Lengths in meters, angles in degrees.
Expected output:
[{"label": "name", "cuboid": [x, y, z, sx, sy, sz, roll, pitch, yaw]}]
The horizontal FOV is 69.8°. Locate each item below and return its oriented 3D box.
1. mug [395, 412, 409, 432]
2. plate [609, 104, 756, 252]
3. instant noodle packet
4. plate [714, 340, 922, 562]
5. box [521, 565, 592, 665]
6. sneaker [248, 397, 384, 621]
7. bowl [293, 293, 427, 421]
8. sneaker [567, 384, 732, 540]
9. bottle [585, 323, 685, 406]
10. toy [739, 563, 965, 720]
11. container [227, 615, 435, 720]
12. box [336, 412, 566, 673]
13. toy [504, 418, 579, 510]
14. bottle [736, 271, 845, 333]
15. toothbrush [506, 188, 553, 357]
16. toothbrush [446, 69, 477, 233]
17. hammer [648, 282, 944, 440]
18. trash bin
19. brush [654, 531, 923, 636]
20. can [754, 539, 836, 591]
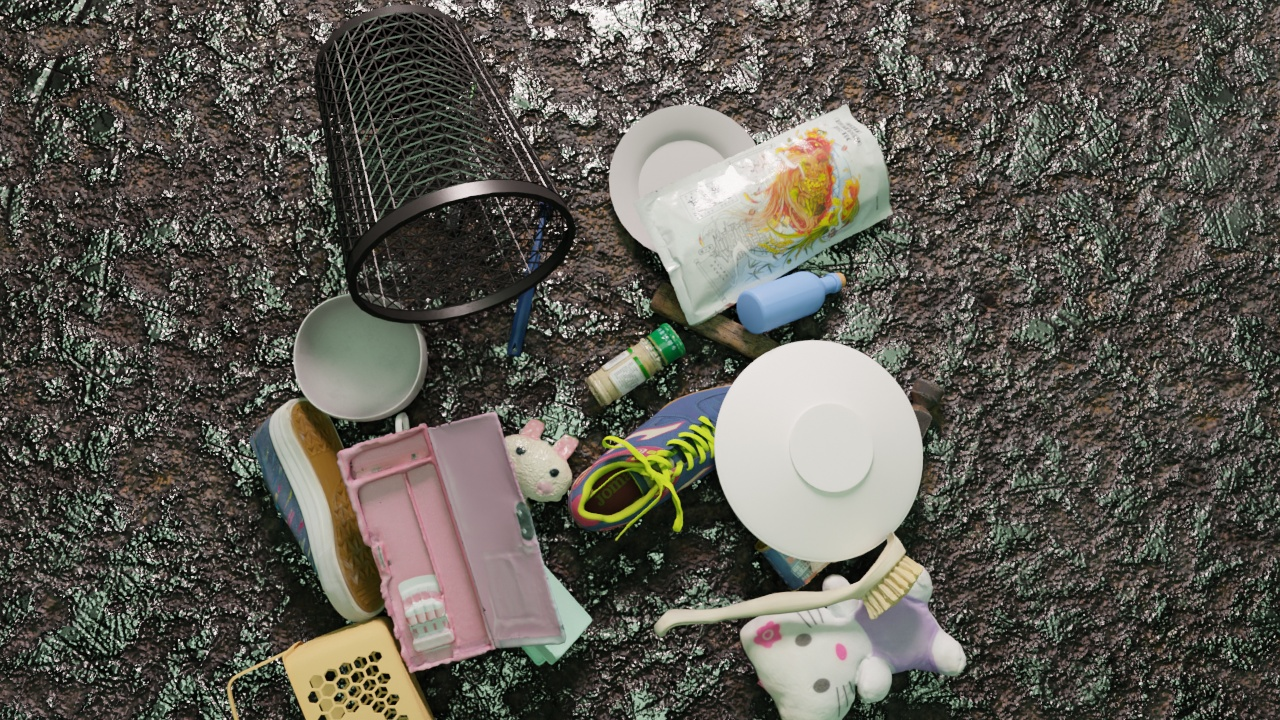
[{"label": "mug", "cuboid": [-0.241, 0.114, 0.941, 0.090, 0.076, 0.124, -6, 85, -4]}, {"label": "plate", "cuboid": [0.052, -0.195, 1.014, 0.173, 0.019, 0.172, 0, 85, -3]}, {"label": "instant noodle packet", "cuboid": [0.139, -0.161, 0.982, 0.269, 0.057, 0.147, -29, 98, -12]}, {"label": "plate", "cuboid": [0.190, 0.090, 0.938, 0.229, 0.030, 0.229, 2, 80, -11]}, {"label": "box", "cuboid": [-0.144, 0.233, 0.962, 0.189, 0.079, 0.077, 47, 44, 2]}, {"label": "sneaker", "cuboid": [-0.330, 0.158, 0.942, 0.079, 0.087, 0.235, -25, 85, 22]}, {"label": "bowl", "cuboid": [-0.287, -0.002, 0.956, 0.132, 0.064, 0.131, 0, 85, -3]}, {"label": "sneaker", "cuboid": [0.036, 0.104, 0.950, 0.241, 0.091, 0.116, -32, 85, -6]}, {"label": "bottle", "cuboid": [-0.006, 0.006, 0.981, 0.110, 0.043, 0.042, -35, 87, -5]}, {"label": "toy", "cuboid": [0.213, 0.292, 0.945, 0.209, 0.086, 0.137, -18, 72, -7]}, {"label": "container", "cuboid": [-0.295, 0.360, 0.891, 0.166, 0.129, 0.183, -23, 86, -14]}, {"label": "box", "cuboid": [-0.176, 0.173, 0.879, 0.180, 0.055, 0.233, -13, 96, 12]}, {"label": "toy", "cuboid": [-0.115, 0.115, 0.965, 0.087, 0.050, 0.112, 36, 78, 1]}, {"label": "bottle", "cuboid": [0.168, -0.069, 0.985, 0.131, 0.048, 0.048, -20, 86, -28]}, {"label": "toothbrush", "cuboid": [-0.119, -0.097, 0.997, 0.016, 0.017, 0.190, 12, 84, -1]}, {"label": "toothbrush", "cuboid": [-0.194, -0.231, 1.008, 0.017, 0.014, 0.188, 5, 84, 5]}, {"label": "hammer", "cuboid": [0.158, 0.011, 0.996, 0.330, 0.033, 0.120, 27, 85, 0]}, {"label": "trash bin", "cuboid": [-0.207, -0.196, 0.899, 0.217, 0.217, 0.243, -21, 70, -5]}, {"label": "brush", "cuboid": [0.147, 0.234, 0.903, 0.272, 0.062, 0.077, -14, 57, -3]}, {"label": "can", "cuboid": [0.178, 0.190, 0.968, 0.099, 0.054, 0.059, -39, 89, -5]}]
